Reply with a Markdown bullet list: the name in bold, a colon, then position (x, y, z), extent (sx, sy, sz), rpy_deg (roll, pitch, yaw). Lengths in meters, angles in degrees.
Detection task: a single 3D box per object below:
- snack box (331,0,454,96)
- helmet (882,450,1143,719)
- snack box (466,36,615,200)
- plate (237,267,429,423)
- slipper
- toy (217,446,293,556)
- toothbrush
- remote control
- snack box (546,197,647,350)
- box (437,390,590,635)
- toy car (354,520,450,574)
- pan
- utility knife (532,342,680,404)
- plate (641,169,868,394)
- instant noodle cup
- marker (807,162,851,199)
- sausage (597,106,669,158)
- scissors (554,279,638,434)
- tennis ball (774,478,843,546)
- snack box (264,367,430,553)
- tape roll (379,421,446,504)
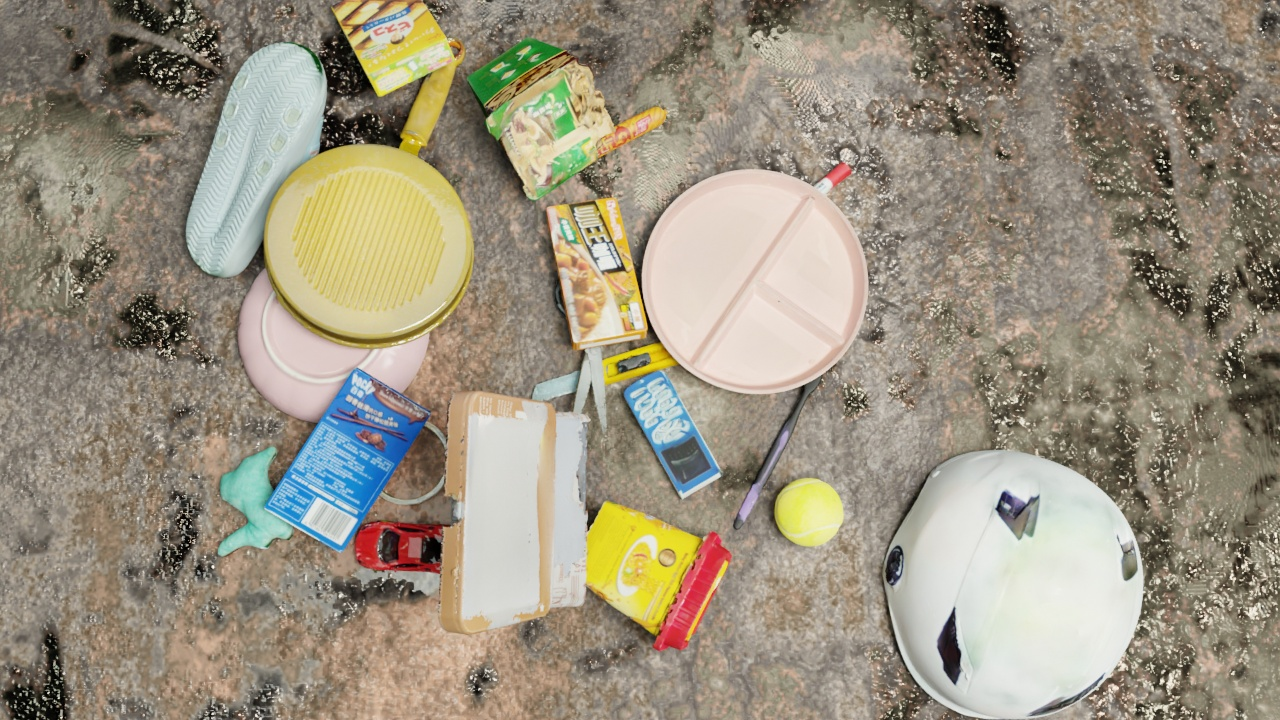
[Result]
- **snack box**: position (-0.256, -0.336, 0.943), extent (0.087, 0.034, 0.140), rpy_deg (-27, 58, -7)
- **helmet**: position (0.355, 0.211, 0.844), extent (0.229, 0.146, 0.258), rpy_deg (22, 81, 2)
- **snack box**: position (-0.109, -0.252, 0.920), extent (0.117, 0.118, 0.105), rpy_deg (-36, 52, -8)
- **plate**: position (-0.310, -0.034, 0.915), extent (0.192, 0.039, 0.192), rpy_deg (0, 80, -2)
- **slipper**: position (-0.374, -0.195, 0.920), extent (0.104, 0.074, 0.245), rpy_deg (29, 97, 23)
- **toy**: position (-0.376, 0.144, 0.889), extent (0.096, 0.030, 0.092), rpy_deg (-34, 81, -4)
- **toothbrush**: position (0.140, 0.087, 0.927), extent (0.014, 0.017, 0.189), rpy_deg (27, 83, 14)
- **remote control**: position (0.031, 0.073, 0.917), extent (0.049, 0.024, 0.125), rpy_deg (-29, 86, -6)
- **snack box**: position (-0.045, -0.089, 0.926), extent (0.075, 0.026, 0.153), rpy_deg (-10, 71, -7)
- **box**: position (-0.108, 0.126, 0.783), extent (0.136, 0.270, 0.179), rpy_deg (2, 81, -5)
- **toy car**: position (-0.224, 0.181, 0.888), extent (0.106, 0.031, 0.049), rpy_deg (4, 79, 1)
- **pan**: position (-0.241, -0.183, 0.916), extent (0.197, 0.078, 0.357), rpy_deg (19, 78, -11)
- **utility knife**: position (-0.006, 0.005, 0.931), extent (0.223, 0.015, 0.033), rpy_deg (-17, 79, -4)
- **plate**: position (0.115, -0.079, 0.928), extent (0.229, 0.028, 0.229), rpy_deg (0, 84, -4)
- **instant noodle cup**: position (0.008, 0.195, 0.858), extent (0.124, 0.116, 0.116), rpy_deg (26, 80, 14)
- **marker**: position (0.163, -0.159, 0.964), extent (0.145, 0.017, 0.017), rpy_deg (-40, 84, -7)
- **sausage**: position (-0.041, -0.227, 0.966), extent (0.165, 0.021, 0.021), rpy_deg (-29, 83, -6)
- **scissors**: position (-0.044, -0.016, 0.922), extent (0.164, 0.014, 0.164), rpy_deg (-37, 76, -15)
- **tennis ball**: position (0.163, 0.147, 0.889), extent (0.065, 0.065, 0.065), rpy_deg (0, 80, -2)
- **snack box**: position (-0.278, 0.094, 0.878), extent (0.084, 0.026, 0.157), rpy_deg (33, 86, -9)
- **tape roll**: position (-0.229, 0.100, 0.909), extent (0.086, 0.014, 0.085), rpy_deg (0, 81, -2)
